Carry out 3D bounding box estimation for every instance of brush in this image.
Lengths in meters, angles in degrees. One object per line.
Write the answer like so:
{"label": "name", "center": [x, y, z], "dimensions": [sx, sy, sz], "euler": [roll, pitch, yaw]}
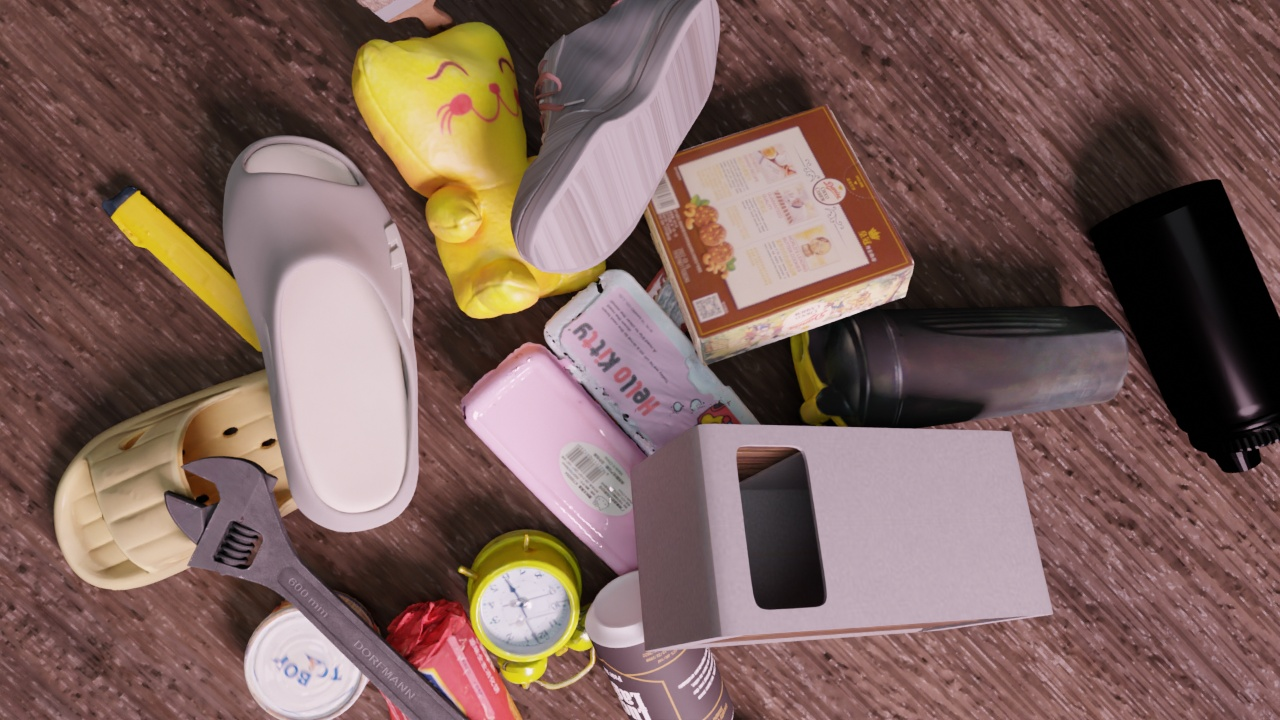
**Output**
{"label": "brush", "center": [-0.133, -0.218, 0.571], "dimensions": [0.045, 0.143, 0.008], "euler": [-28, 94, 7]}
{"label": "brush", "center": [-0.004, 0.004, 0.655], "dimensions": [0.041, 0.030, 0.172], "euler": [30, 92, -5]}

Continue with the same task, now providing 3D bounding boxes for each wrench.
{"label": "wrench", "center": [-0.193, 0.166, 0.585], "dimensions": [0.073, 0.018, 0.273], "euler": [-44, 97, -7]}

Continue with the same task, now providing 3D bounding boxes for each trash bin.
{"label": "trash bin", "center": [0.122, 0.114, 0.582], "dimensions": [0.228, 0.115, 0.114], "euler": [3, 69, -21]}

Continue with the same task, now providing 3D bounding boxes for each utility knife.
{"label": "utility knife", "center": [-0.303, -0.057, 0.635], "dimensions": [0.030, 0.017, 0.159], "euler": [-44, 95, 5]}

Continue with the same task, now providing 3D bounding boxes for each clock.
{"label": "clock", "center": [-0.075, 0.177, 0.650], "dimensions": [0.083, 0.057, 0.119], "euler": [-29, 102, -2]}

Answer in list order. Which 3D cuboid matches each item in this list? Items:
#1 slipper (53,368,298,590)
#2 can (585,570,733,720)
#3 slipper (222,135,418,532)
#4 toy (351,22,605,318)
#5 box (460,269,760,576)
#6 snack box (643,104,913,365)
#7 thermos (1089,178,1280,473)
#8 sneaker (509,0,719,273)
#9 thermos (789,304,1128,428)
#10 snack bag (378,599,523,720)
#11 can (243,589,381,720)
{"label": "slipper", "center": [-0.284, 0.069, 0.617], "dimensions": [0.261, 0.079, 0.111], "euler": [-26, 92, -2]}
{"label": "can", "center": [0.015, 0.213, 0.636], "dimensions": [0.072, 0.072, 0.129], "euler": [-23, 114, -2]}
{"label": "slipper", "center": [-0.191, -0.027, 0.580], "dimensions": [0.112, 0.081, 0.265], "euler": [-6, 81, -30]}
{"label": "toy", "center": [-0.106, -0.122, 0.611], "dimensions": [0.088, 0.134, 0.194], "euler": [-17, 103, 40]}
{"label": "box", "center": [-0.007, 0.054, 0.637], "dimensions": [0.153, 0.037, 0.201], "euler": [-40, 108, 7]}
{"label": "snack box", "center": [0.085, -0.087, 0.615], "dimensions": [0.147, 0.041, 0.143], "euler": [-19, 64, -2]}
{"label": "thermos", "center": [0.404, -0.019, 0.653], "dimensions": [0.086, 0.086, 0.198], "euler": [-27, 96, -2]}
{"label": "sneaker", "center": [-0.034, -0.155, 0.590], "dimensions": [0.089, 0.099, 0.235], "euler": [18, 59, 24]}
{"label": "thermos", "center": [0.219, 0.005, 0.641], "dimensions": [0.220, 0.098, 0.098], "euler": [-4, 94, -9]}
{"label": "snack bag", "center": [-0.128, 0.252, 0.642], "dimensions": [0.082, 0.082, 0.176], "euler": [-27, 95, -2]}
{"label": "can", "center": [-0.230, 0.208, 0.647], "dimensions": [0.086, 0.043, 0.086], "euler": [0, 93, -3]}
